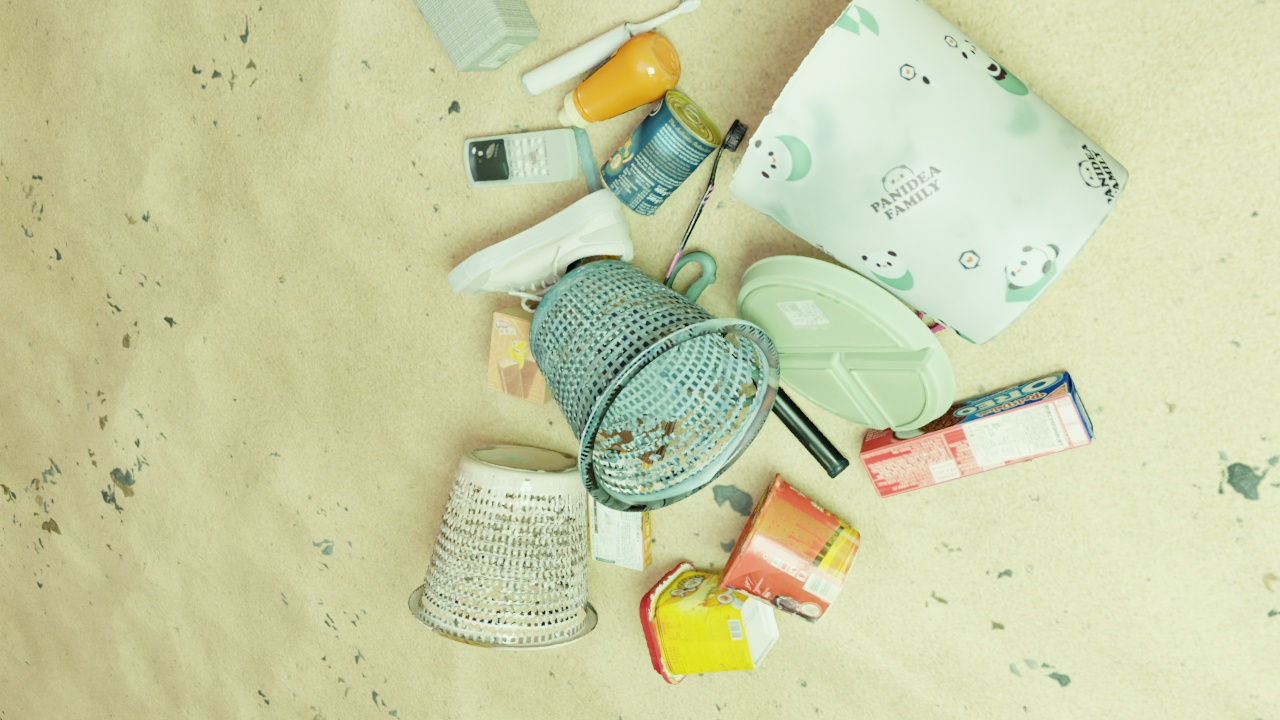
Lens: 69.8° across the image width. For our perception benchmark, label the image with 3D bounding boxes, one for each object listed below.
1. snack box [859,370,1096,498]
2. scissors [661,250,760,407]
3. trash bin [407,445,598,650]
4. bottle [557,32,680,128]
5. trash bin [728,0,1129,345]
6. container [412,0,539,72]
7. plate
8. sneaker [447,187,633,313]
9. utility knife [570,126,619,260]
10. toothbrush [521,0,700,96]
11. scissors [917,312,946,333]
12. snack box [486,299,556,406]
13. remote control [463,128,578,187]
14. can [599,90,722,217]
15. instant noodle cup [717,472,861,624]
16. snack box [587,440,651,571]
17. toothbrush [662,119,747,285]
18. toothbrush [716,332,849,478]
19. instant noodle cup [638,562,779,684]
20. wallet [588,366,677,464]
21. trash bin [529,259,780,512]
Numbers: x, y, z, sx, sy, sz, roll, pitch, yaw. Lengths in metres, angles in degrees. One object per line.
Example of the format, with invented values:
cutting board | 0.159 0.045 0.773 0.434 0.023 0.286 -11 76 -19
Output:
snack box | 0.321 0.075 0.886 0.208 0.057 0.058 -21 103 29
scissors | 0.073 -0.029 0.991 0.175 0.019 0.170 26 121 31
trash bin | -0.151 0.209 1.092 0.228 0.227 0.192 10 96 24
bottle | -0.030 -0.285 0.963 0.150 0.066 0.067 -20 95 37
trash bin | 0.242 -0.160 0.780 0.252 0.229 0.230 37 117 6
container | -0.179 -0.381 0.992 0.090 0.090 0.114 -27 94 30
plate | 0.185 -0.009 0.871 0.230 0.027 0.230 32 157 15
sneaker | -0.110 -0.107 1.034 0.243 0.089 0.091 -20 98 32
utility knife | -0.044 -0.151 1.031 0.033 0.015 0.230 -11 98 27
toothbrush | -0.033 -0.333 0.967 0.222 0.026 0.026 -17 58 29
scissors | 0.267 -0.004 0.921 0.134 0.017 0.136 -37 88 34
snack box | -0.118 -0.013 1.063 0.077 0.092 0.094 17 112 22
remote control | -0.139 -0.230 1.048 0.150 0.021 0.058 2 105 29
can | 0.019 -0.211 0.948 0.075 0.075 0.111 50 120 6
instant noodle cup | 0.159 0.206 0.971 0.108 0.137 0.138 28 115 7
snack box | -0.026 0.177 1.110 0.075 0.026 0.154 6 107 25
toothbrush | 0.066 -0.161 0.960 0.018 0.014 0.189 26 105 8
toothbrush | 0.145 0.038 0.987 0.027 0.026 0.212 -45 79 22
instant noodle cup | 0.081 0.296 1.037 0.124 0.116 0.116 -9 100 32
wallet | -0.013 0.048 1.059 0.124 0.032 0.101 30 115 25
trash bin | -0.006 0.005 0.929 0.195 0.226 0.227 48 124 40
